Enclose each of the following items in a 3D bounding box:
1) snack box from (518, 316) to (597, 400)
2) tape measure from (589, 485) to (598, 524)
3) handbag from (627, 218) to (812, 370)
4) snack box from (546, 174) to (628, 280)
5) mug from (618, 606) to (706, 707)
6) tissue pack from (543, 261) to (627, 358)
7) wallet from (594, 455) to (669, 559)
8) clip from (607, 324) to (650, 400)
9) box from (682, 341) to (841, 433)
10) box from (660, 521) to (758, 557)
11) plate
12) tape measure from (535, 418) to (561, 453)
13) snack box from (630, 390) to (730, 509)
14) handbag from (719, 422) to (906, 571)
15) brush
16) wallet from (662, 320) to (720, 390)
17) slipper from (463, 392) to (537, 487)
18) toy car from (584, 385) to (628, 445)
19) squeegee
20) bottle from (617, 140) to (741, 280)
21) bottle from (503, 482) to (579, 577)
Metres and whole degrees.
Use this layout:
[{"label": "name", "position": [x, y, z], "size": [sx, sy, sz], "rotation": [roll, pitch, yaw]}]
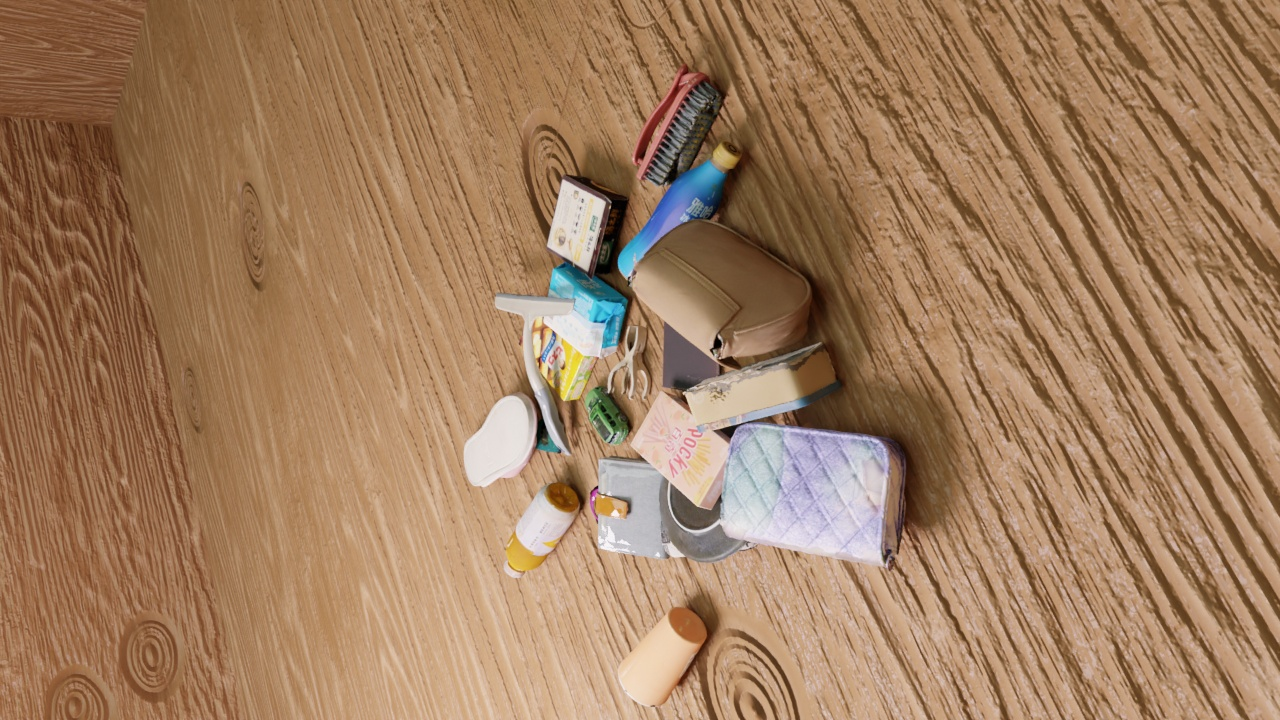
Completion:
[{"label": "snack box", "position": [-0.123, -0.017, 1.362], "size": [0.140, 0.033, 0.087], "rotation": [47, 126, 31]}, {"label": "tape measure", "position": [-0.043, 0.200, 1.290], "size": [0.058, 0.039, 0.057], "rotation": [-26, 75, 51]}, {"label": "handbag", "position": [0.090, -0.072, 1.042], "size": [0.204, 0.147, 0.100], "rotation": [43, 148, 39]}, {"label": "snack box", "position": [-0.073, -0.185, 1.273], "size": [0.126, 0.053, 0.113], "rotation": [34, 118, 40]}, {"label": "mug", "position": [0.033, 0.385, 1.203], "size": [0.078, 0.078, 0.123], "rotation": [51, 123, 32]}, {"label": "tissue pack", "position": [-0.077, -0.072, 1.282], "size": [0.140, 0.063, 0.090], "rotation": [38, 124, 41]}, {"label": "wallet", "position": [-0.010, 0.196, 1.228], "size": [0.107, 0.037, 0.130], "rotation": [5, 99, 16]}, {"label": "clip", "position": [-0.004, 0.011, 1.234], "size": [0.092, 0.035, 0.103], "rotation": [44, 117, 40]}, {"label": "box", "position": [0.139, 0.031, 1.035], "size": [0.185, 0.089, 0.059], "rotation": [-17, 93, 49]}, {"label": "box", "position": [0.083, 0.210, 1.142], "size": [0.165, 0.057, 0.070], "rotation": [-23, 52, 46]}, {"label": "plate", "position": [0.081, 0.155, 1.118], "size": [0.180, 0.024, 0.179], "rotation": [-24, 56, 41]}, {"label": "tape measure", "position": [-0.140, 0.114, 1.398], "size": [0.058, 0.025, 0.054], "rotation": [5, 98, 46]}, {"label": "snack box", "position": [0.055, 0.107, 1.129], "size": [0.157, 0.026, 0.084], "rotation": [37, 101, 50]}, {"label": "handbag", "position": [0.186, 0.140, 0.983], "size": [0.194, 0.075, 0.134], "rotation": [5, 84, 37]}, {"label": "brush", "position": [0.042, -0.289, 1.130], "size": [0.069, 0.063, 0.146], "rotation": [43, 123, 21]}, {"label": "wallet", "position": [0.065, -0.020, 1.166], "size": [0.096, 0.020, 0.122], "rotation": [9, 103, 47]}, {"label": "slipper", "position": [-0.214, 0.130, 1.457], "size": [0.275, 0.054, 0.114], "rotation": [-42, 61, 51]}, {"label": "toy car", "position": [-0.050, 0.077, 1.290], "size": [0.091, 0.036, 0.043], "rotation": [57, 132, 32]}, {"label": "squeegee", "position": [-0.142, 0.028, 1.327], "size": [0.247, 0.039, 0.247], "rotation": [10, 116, 56]}, {"label": "bottle", "position": [0.050, -0.179, 1.130], "size": [0.219, 0.065, 0.065], "rotation": [-50, 58, 38]}, {"label": "bottle", "position": [-0.157, 0.264, 1.399], "size": [0.068, 0.067, 0.190], "rotation": [55, 130, 29]}]
